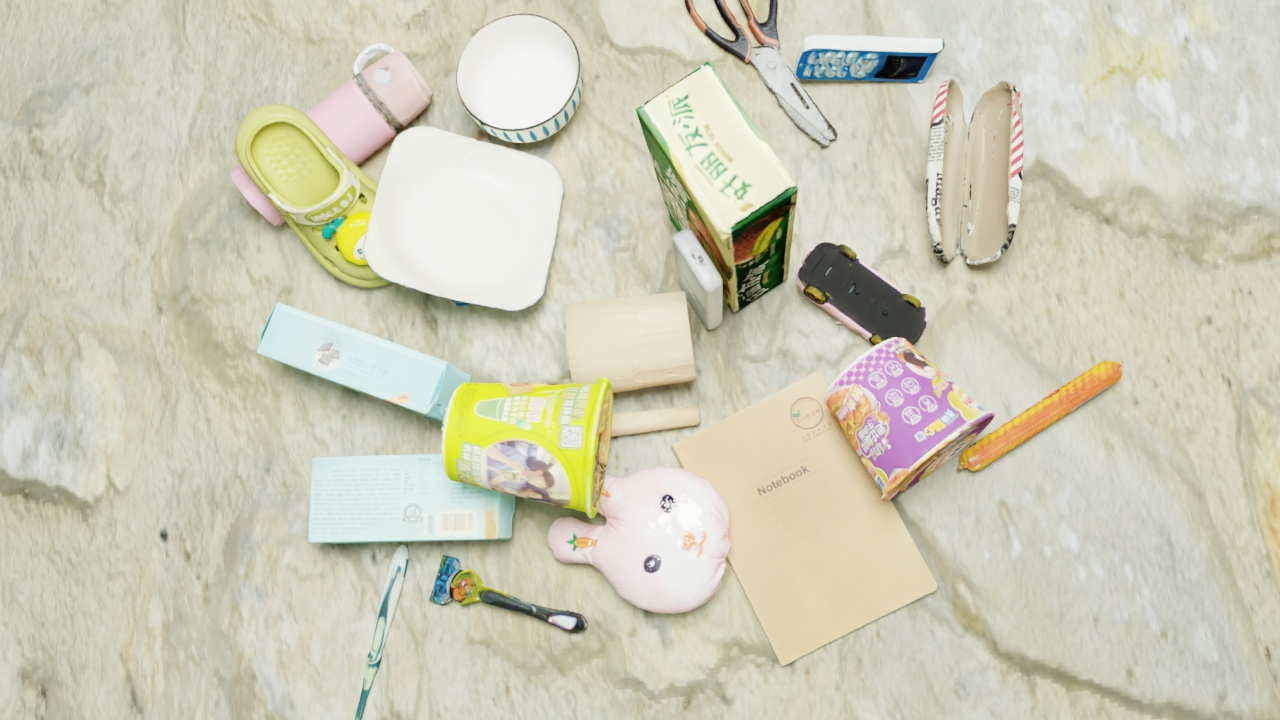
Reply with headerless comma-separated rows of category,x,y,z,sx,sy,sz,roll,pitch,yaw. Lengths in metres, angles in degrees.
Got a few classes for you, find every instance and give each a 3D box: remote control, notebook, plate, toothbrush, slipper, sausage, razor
remote control,0.203,-0.272,0.823,0.125,0.049,0.024,2,75,-1
notebook,0.137,0.132,0.785,0.148,0.008,0.207,-27,78,1
remote control,0.050,-0.065,0.767,0.020,0.136,0.056,-31,76,-2
plate,-0.159,-0.125,0.835,0.163,0.034,0.164,14,69,-12
toothbrush,-0.234,0.256,0.803,0.016,0.018,0.191,12,81,9
slipper,-0.283,-0.141,0.819,0.091,0.081,0.190,-40,110,2
sausage,0.336,0.046,0.769,0.165,0.021,0.021,-33,77,0
razor,-0.114,0.210,0.795,0.143,0.022,0.042,16,83,9

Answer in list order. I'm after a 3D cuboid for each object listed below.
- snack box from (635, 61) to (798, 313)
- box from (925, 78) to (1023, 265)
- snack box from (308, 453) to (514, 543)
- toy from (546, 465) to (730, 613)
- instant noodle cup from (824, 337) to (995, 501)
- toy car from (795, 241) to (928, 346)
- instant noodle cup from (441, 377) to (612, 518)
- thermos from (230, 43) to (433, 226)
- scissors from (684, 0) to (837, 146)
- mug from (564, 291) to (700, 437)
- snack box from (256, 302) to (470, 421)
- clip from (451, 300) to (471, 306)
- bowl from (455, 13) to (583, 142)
snack box,0.065,-0.122,0.723,0.063,0.240,0.114,-33,78,1
box,0.274,-0.164,0.792,0.087,0.076,0.163,7,82,-12
snack box,-0.200,0.122,0.806,0.175,0.051,0.074,-2,77,6
toy,-0.002,0.146,0.780,0.159,0.054,0.121,10,80,17
instant noodle cup,0.212,0.042,0.746,0.111,0.111,0.099,-35,70,-1
toy car,0.191,-0.054,0.800,0.122,0.037,0.056,37,88,-1
instant noodle cup,-0.091,0.063,0.737,0.123,0.112,0.111,7,80,4
thermos,-0.295,-0.221,0.875,0.198,0.067,0.087,-40,75,0
scissors,0.127,-0.296,0.862,0.209,0.015,0.185,21,82,10
mug,-0.005,0.005,0.796,0.103,0.084,0.125,-7,103,4
snack box,-0.245,0.004,0.822,0.175,0.074,0.051,18,83,10
clip,-0.146,-0.063,0.851,0.058,0.038,0.026,1,74,4
bowl,-0.108,-0.254,0.857,0.116,0.066,0.116,-1,78,6
